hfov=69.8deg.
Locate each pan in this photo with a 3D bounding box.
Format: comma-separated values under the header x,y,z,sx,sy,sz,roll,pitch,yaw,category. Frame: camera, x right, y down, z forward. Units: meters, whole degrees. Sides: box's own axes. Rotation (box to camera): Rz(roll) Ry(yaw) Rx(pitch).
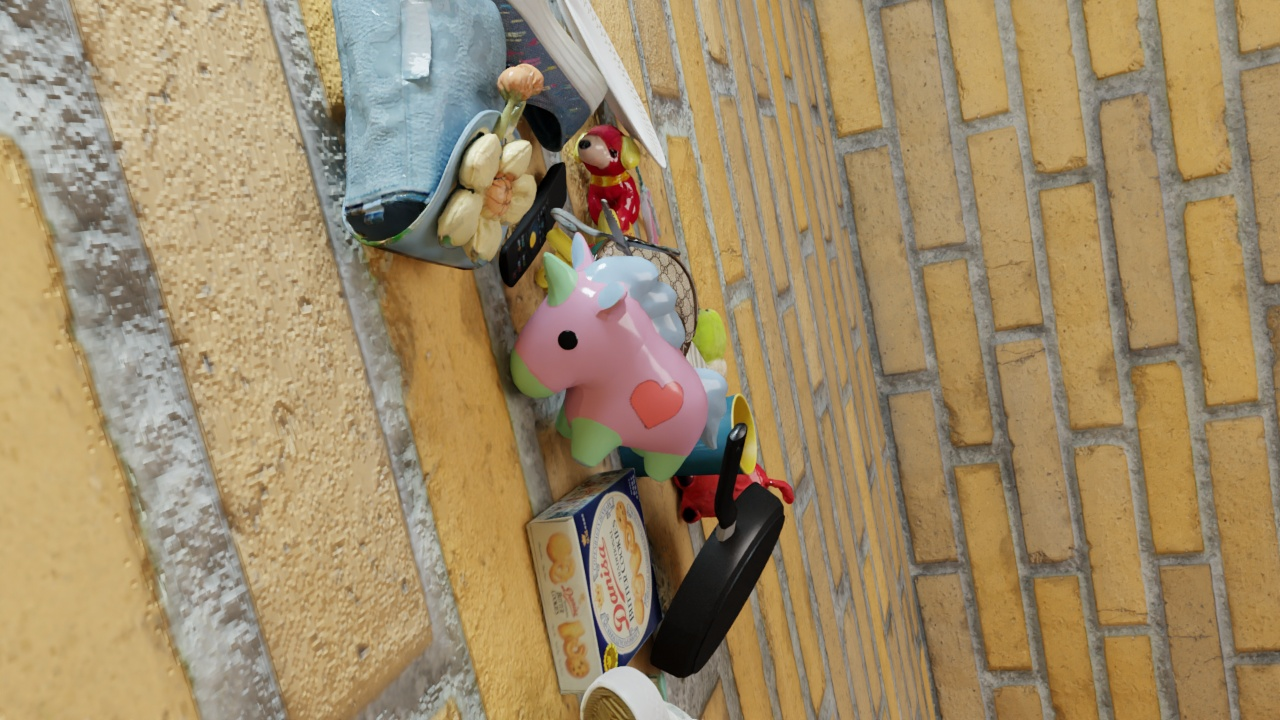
x,y,z,sx,sy,sz,roll,pitch,yaw,category
0.082,0.169,0.835,0.203,0.044,0.356,-50,158,-32,pan

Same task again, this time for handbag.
x,y,z,sx,sy,sz,roll,pitch,yaw,category
-0.014,-0.040,0.843,0.166,0.063,0.138,14,69,-47,handbag
-0.120,-0.153,0.576,0.121,0.119,0.192,12,76,-67,handbag

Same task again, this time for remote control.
x,y,z,sx,sy,sz,roll,pitch,yaw,category
-0.089,-0.117,0.772,0.151,0.020,0.041,-71,167,-49,remote control

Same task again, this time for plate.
x,y,z,sx,sy,sz,roll,pitch,yaw,category
-0.038,-0.296,0.909,0.242,0.016,0.242,59,12,-22,plate

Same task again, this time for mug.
x,y,z,sx,sy,sz,roll,pitch,yaw,category
0.045,0.079,0.897,0.078,0.121,0.078,-9,90,-68,mug

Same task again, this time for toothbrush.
x,y,z,sx,sy,sz,roll,pitch,yaw,category
0.022,0.365,0.876,0.022,0.017,0.135,-7,91,-69,toothbrush

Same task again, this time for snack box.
x,y,z,sx,sy,sz,roll,pitch,yaw,category
-0.033,0.179,0.766,0.144,0.043,0.144,-27,108,-68,snack box

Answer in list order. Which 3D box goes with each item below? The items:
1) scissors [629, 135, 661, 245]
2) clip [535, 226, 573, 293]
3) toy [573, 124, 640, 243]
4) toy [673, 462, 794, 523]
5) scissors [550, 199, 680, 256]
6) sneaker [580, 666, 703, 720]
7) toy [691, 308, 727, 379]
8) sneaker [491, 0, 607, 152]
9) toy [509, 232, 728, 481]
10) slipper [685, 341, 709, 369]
x,y,z,sx,sy,sz,roll,pitch,yaw,category
0.005,-0.177,1.008,0.168,0.014,0.170,-35,112,-83,scissors
-0.065,-0.080,0.777,0.054,0.048,0.045,45,35,14,clip
-0.026,-0.164,0.905,0.105,0.067,0.137,-73,156,-61,toy
0.109,0.135,1.043,0.094,0.133,0.088,-26,116,-77,toy
-0.011,-0.088,0.745,0.014,0.142,0.175,-57,149,-11,scissors
0.018,0.308,0.710,0.087,0.118,0.241,-33,136,-29,sneaker
0.084,-0.006,1.144,0.092,0.043,0.118,-7,91,-71,toy
-0.110,-0.249,0.726,0.079,0.087,0.235,-63,150,-6,sneaker
-0.004,0.005,0.744,0.222,0.171,0.120,16,20,-29,toy
0.029,0.011,0.988,0.272,0.054,0.114,39,40,-57,slipper
